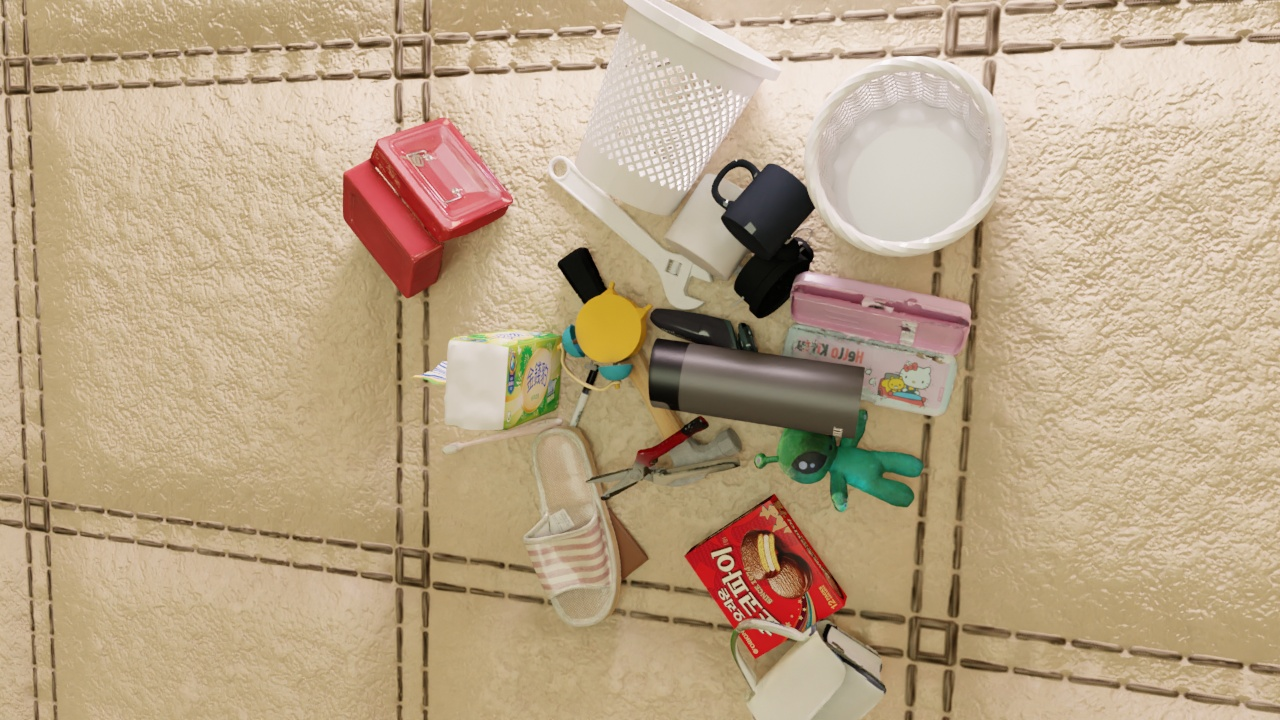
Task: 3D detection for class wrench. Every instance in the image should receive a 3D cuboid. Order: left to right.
[{"bbox_3d":[-0.016,-0.165,1.155,0.273,0.018,0.066,43,106,11],"label":"wrench"}]

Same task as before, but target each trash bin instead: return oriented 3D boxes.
[{"bbox_3d":[0.026,-0.287,1.052,0.195,0.195,0.200,34,114,12],"label":"trash bin"}]

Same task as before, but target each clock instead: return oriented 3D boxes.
[{"bbox_3d":[-0.043,-0.027,1.128,0.099,0.043,0.130,33,99,14],"label":"clock"},{"bbox_3d":[0.159,-0.106,1.068,0.042,0.091,0.121,45,113,19],"label":"clock"}]

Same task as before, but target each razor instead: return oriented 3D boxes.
[{"bbox_3d":[0.078,-0.034,1.126,0.143,0.047,0.052,17,76,18],"label":"razor"}]

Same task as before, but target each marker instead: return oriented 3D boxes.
[{"bbox_3d":[-0.085,0.075,1.204,0.011,0.011,0.152,25,103,14],"label":"marker"}]

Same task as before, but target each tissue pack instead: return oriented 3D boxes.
[{"bbox_3d":[-0.195,0.017,1.136,0.141,0.197,0.120,7,91,15],"label":"tissue pack"}]

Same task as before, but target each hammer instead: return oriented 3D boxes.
[{"bbox_3d":[-0.007,0.007,1.159,0.131,0.039,0.328,-32,85,19],"label":"hammer"}]

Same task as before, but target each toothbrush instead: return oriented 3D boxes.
[{"bbox_3d":[-0.187,0.102,1.236,0.181,0.018,0.015,-15,91,18],"label":"toothbrush"}]

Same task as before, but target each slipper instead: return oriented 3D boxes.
[{"bbox_3d":[-0.095,0.217,1.187,0.115,0.052,0.263,-9,90,19],"label":"slipper"}]

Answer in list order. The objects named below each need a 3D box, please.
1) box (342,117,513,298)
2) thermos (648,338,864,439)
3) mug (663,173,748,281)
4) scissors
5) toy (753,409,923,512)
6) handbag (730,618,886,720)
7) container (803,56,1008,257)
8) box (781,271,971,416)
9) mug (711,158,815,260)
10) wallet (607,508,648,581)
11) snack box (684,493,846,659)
[{"bbox_3d":[-0.296,-0.194,1.208,0.156,0.156,0.171,52,135,7],"label":"box"},{"bbox_3d":[0.131,0.031,1.060,0.240,0.082,0.082,8,98,13],"label":"thermos"},{"bbox_3d":[0.100,-0.148,1.081,0.121,0.091,0.090,33,91,-30],"label":"mug"},{"bbox_3d":[0.028,0.125,1.117,0.179,0.015,0.185,12,130,-1],"label":"scissors"},{"bbox_3d":[0.230,0.119,1.081,0.193,0.072,0.130,18,62,12],"label":"toy"},{"bbox_3d":[0.181,0.376,1.091,0.176,0.073,0.151,37,111,-3],"label":"handbag"},{"bbox_3d":[0.279,-0.204,0.967,0.189,0.186,0.189,2,96,17],"label":"container"},{"bbox_3d":[0.269,-0.025,1.066,0.201,0.066,0.154,14,126,16],"label":"box"},{"bbox_3d":[0.127,-0.172,0.999,0.105,0.071,0.077,41,88,5],"label":"mug"},{"bbox_3d":[-0.059,0.263,1.213,0.121,0.013,0.087,-42,83,17],"label":"wallet"},{"bbox_3d":[0.154,0.266,1.134,0.133,0.035,0.152,-37,84,18],"label":"snack box"}]
